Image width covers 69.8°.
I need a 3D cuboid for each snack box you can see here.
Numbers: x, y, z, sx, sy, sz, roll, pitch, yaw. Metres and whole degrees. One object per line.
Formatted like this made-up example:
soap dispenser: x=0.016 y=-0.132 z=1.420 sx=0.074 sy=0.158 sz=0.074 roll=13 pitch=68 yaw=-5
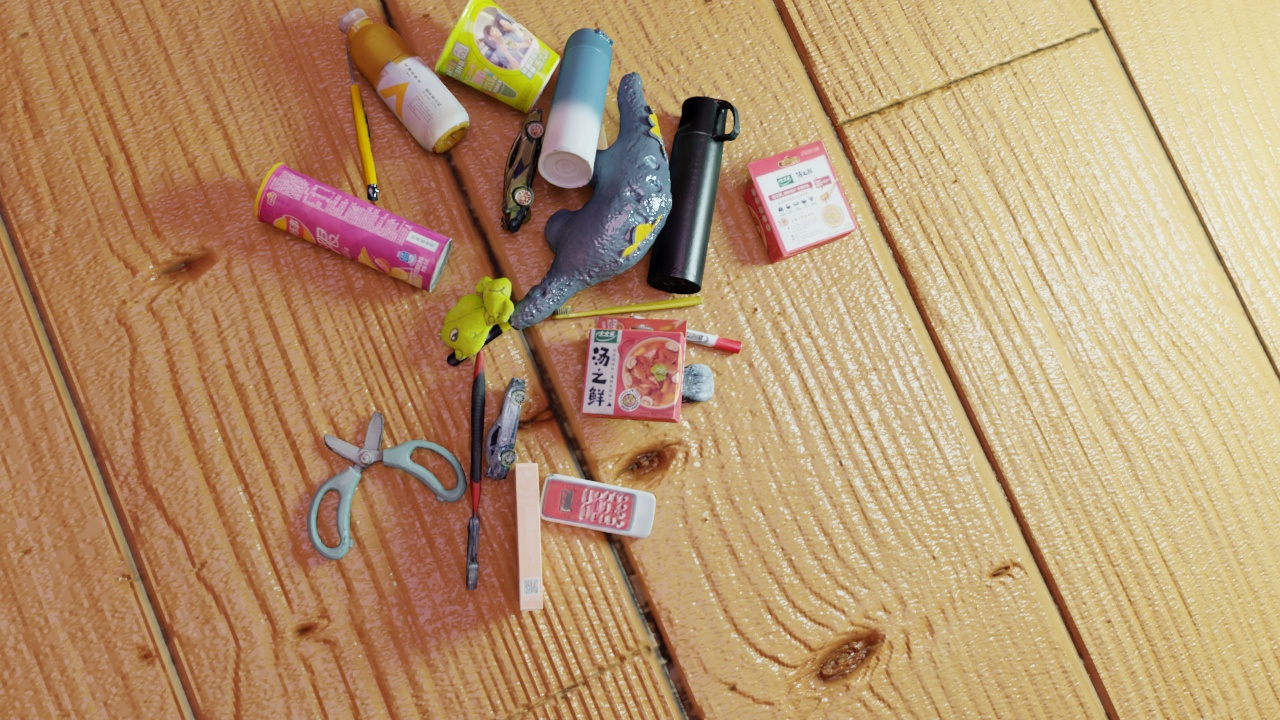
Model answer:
snack box: x=0.202 y=-0.204 z=1.184 sx=0.113 sy=0.044 sz=0.127 roll=-20 pitch=86 yaw=-14
snack box: x=-0.126 y=0.195 z=1.024 sx=0.026 sy=0.084 sz=0.157 roll=-1 pitch=81 yaw=-9
snack box: x=-0.006 y=0.006 z=1.082 sx=0.113 sy=0.044 sz=0.127 roll=3 pitch=79 yaw=13

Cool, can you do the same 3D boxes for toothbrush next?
toothbrush: x=-0.016 y=-0.067 z=1.127 sx=0.190 sy=0.016 sz=0.016 roll=-6 pitch=96 yaw=-13

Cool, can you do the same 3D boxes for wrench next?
wrench: x=-0.188 y=0.121 z=1.045 sx=0.016 sy=0.056 sz=0.273 roll=3 pitch=75 yaw=-14

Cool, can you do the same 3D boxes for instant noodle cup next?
instant noodle cup: x=-0.167 y=-0.363 z=1.108 sx=0.123 sy=0.112 sz=0.111 roll=30 pitch=75 yaw=-13

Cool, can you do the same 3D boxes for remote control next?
remote control: x=-0.050 y=0.171 z=1.077 sx=0.136 sy=0.020 sz=0.055 roll=13 pitch=77 yaw=-9

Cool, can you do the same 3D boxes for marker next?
marker: x=0.055 y=-0.032 z=1.137 sx=0.145 sy=0.017 sz=0.017 roll=13 pitch=78 yaw=-10
marker: x=-0.178 y=-0.033 z=1.089 sx=0.124 sy=0.015 sz=0.018 roll=-38 pitch=85 yaw=-15

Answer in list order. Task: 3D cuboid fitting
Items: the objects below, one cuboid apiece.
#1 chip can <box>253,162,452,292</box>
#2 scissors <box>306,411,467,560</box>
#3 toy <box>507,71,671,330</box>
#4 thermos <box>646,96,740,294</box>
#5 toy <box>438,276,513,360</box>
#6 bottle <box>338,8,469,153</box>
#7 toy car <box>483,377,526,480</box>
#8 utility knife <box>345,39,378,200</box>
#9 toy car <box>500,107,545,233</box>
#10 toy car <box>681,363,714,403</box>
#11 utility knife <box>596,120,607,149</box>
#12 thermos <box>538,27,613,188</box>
chip can: x=-0.326 y=-0.150 z=1.050 sx=0.210 sy=0.071 sz=0.071 roll=24 pitch=76 yaw=-8
scissors: x=-0.285 y=0.147 z=1.028 sx=0.170 sy=0.019 sz=0.171 roll=14 pitch=75 yaw=-1
toy: x=-0.039 y=-0.178 z=1.095 sx=0.138 sy=0.091 sz=0.356 roll=24 pitch=79 yaw=15
thermos: x=0.068 y=-0.207 z=1.134 sx=0.068 sy=0.090 sz=0.242 roll=20 pitch=75 yaw=-41
toy: x=-0.190 y=-0.052 z=1.068 sx=0.100 sy=0.031 sz=0.096 roll=-20 pitch=60 yaw=18
bottle: x=-0.285 y=-0.335 z=1.093 sx=0.068 sy=0.068 sz=0.189 roll=-40 pitch=90 yaw=-16
toy car: x=-0.156 y=0.078 z=1.054 sx=0.036 sy=0.054 sz=0.120 roll=13 pitch=77 yaw=-11
utility knife: x=-0.330 y=-0.283 z=1.085 sx=0.015 sy=0.033 sz=0.216 roll=-7 pitch=74 yaw=-23
toy car: x=-0.141 y=-0.230 z=1.105 sx=0.042 sy=0.070 sz=0.158 roll=12 pitch=75 yaw=-7
toy car: x=0.039 y=0.030 z=1.115 sx=0.105 sy=0.031 sz=0.049 roll=-5 pitch=79 yaw=-11
utility knife: x=-0.049 y=-0.253 z=1.153 sx=0.031 sy=0.021 sz=0.204 roll=-8 pitch=89 yaw=-15
thermos: x=-0.075 y=-0.309 z=1.104 sx=0.070 sy=0.070 sz=0.220 roll=13 pitch=58 yaw=-10
